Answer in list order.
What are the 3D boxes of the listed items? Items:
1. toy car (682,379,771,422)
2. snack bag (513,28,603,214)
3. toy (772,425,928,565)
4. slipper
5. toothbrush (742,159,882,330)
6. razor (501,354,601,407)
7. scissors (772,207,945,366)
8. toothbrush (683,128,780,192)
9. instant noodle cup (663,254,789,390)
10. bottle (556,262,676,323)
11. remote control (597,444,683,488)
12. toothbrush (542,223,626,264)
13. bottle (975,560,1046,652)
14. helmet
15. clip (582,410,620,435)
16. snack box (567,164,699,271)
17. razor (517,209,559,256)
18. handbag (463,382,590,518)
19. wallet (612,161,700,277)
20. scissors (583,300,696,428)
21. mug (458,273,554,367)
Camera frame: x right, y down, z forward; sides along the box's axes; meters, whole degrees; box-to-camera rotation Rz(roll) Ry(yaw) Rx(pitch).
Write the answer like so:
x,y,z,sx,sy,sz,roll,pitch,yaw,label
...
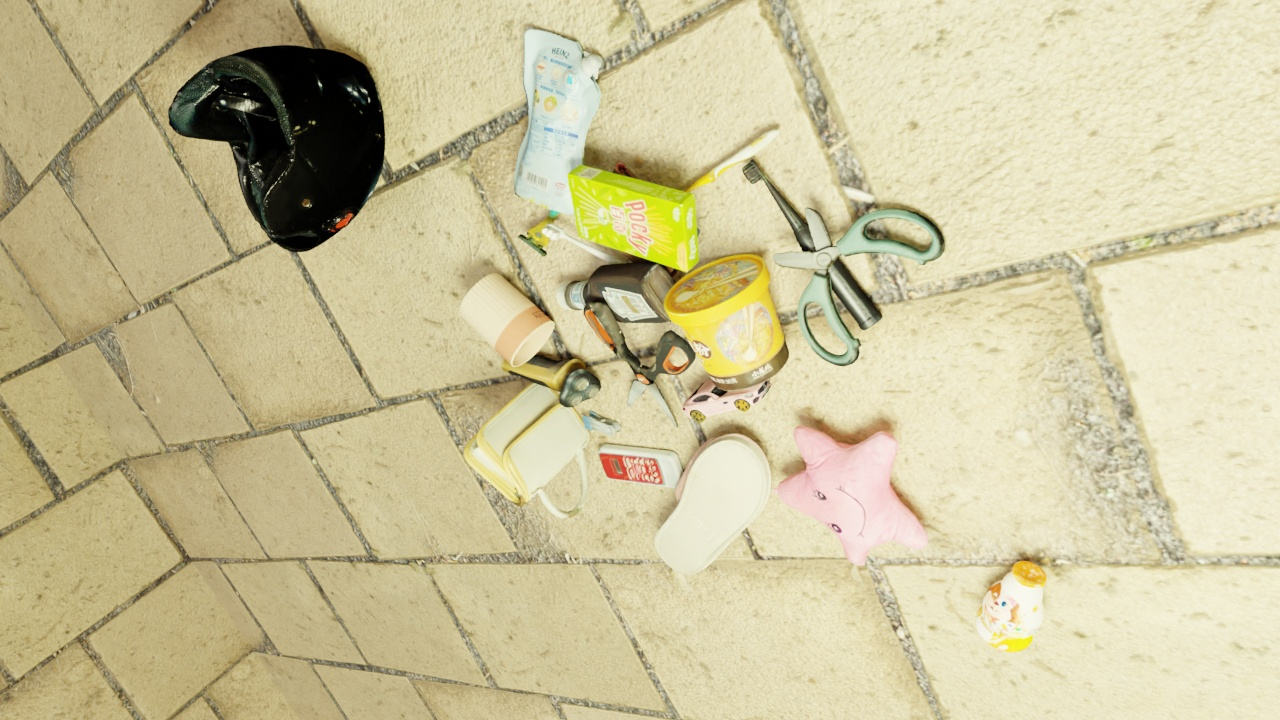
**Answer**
x,y,z,sx,sy,sz,roll,pitch,yaw,label
0.101,0.040,1.104,0.123,0.056,0.037,-17,114,44,toy car
-0.098,-0.271,1.049,0.110,0.038,0.191,30,122,32,snack bag
0.236,0.161,1.064,0.179,0.074,0.195,-3,117,40,toy
0.097,0.189,1.210,0.114,0.054,0.275,37,132,13,slipper
0.176,-0.121,0.951,0.027,0.026,0.212,-38,92,7,toothbrush
-0.131,0.022,1.275,0.168,0.067,0.062,14,166,39,razor
0.220,-0.074,0.924,0.172,0.019,0.170,-1,111,24,scissors
0.081,-0.197,0.982,0.192,0.016,0.018,-27,96,46,toothbrush
0.101,-0.039,1.011,0.119,0.118,0.114,-3,125,40,instant noodle cup
-0.033,-0.081,1.115,0.195,0.044,0.080,3,139,50,bottle
0.000,0.148,1.284,0.136,0.020,0.056,3,119,38,remote control
-0.039,-0.121,1.113,0.180,0.016,0.016,28,133,8,toothbrush
0.411,0.269,1.008,0.063,0.063,0.109,24,131,24,bottle
-0.450,-0.278,1.200,0.233,0.229,0.275,46,147,17,helmet
-0.054,0.090,1.289,0.058,0.036,0.026,16,126,34,clip
-0.008,-0.158,1.010,0.156,0.026,0.086,22,139,30,snack box
-0.107,-0.185,1.131,0.043,0.028,0.133,39,133,1,razor
-0.132,0.131,1.275,0.179,0.162,0.063,43,135,4,handbag
0.004,-0.155,1.049,0.124,0.032,0.101,41,147,5,wallet
0.005,0.009,1.136,0.221,0.021,0.228,48,151,-20,scissors
-0.183,-0.051,1.258,0.106,0.081,0.115,42,166,10,mug
